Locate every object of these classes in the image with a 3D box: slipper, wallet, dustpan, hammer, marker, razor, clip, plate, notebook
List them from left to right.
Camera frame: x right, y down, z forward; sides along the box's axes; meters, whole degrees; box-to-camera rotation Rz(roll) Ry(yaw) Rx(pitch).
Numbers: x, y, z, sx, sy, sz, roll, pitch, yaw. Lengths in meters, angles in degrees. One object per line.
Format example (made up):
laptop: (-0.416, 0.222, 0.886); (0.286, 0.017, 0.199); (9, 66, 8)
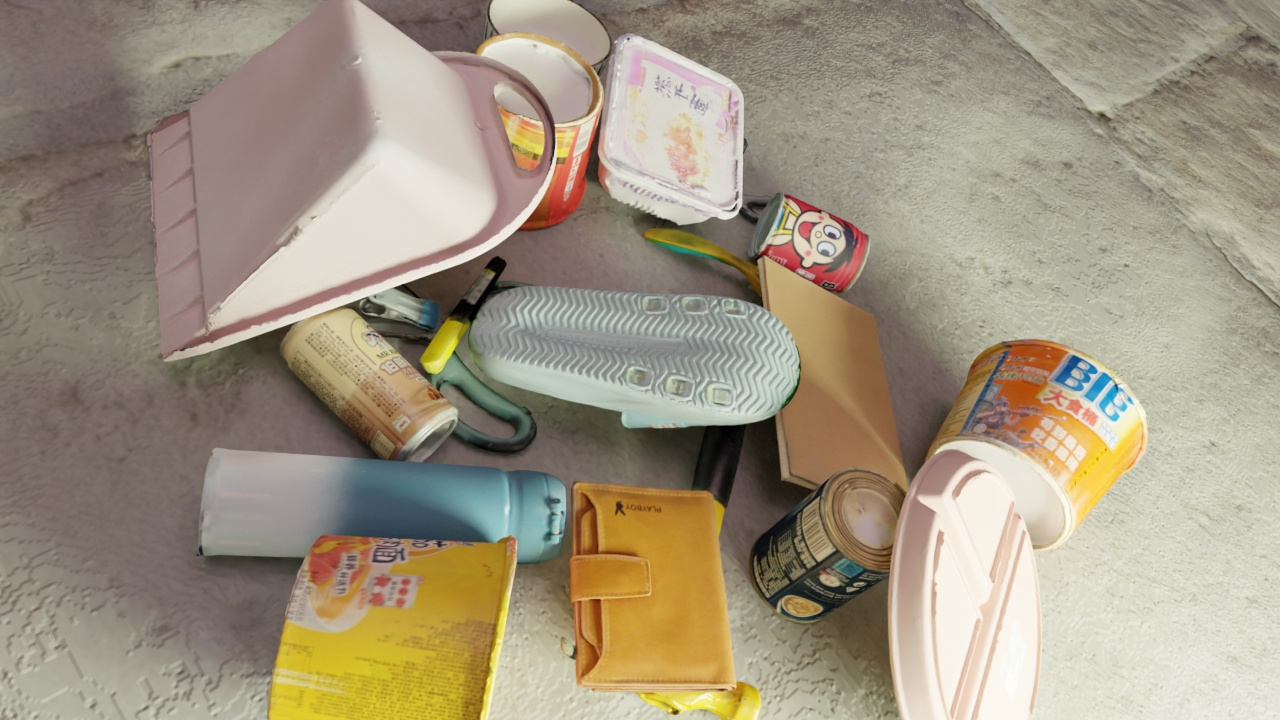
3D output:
dustpan: (-0.204, -0.125, 0.650); (0.138, 0.274, 0.222); (30, 36, -53)
clip: (-0.175, -0.038, 0.668); (0.056, 0.027, 0.024); (16, 52, -20)
marker: (-0.129, -0.037, 0.683); (0.018, 0.015, 0.123); (4, 46, 23)
slipper: (-0.004, 0.004, 0.678); (0.245, 0.074, 0.103); (8, 53, -1)
wallet: (-0.001, 0.144, 0.589); (0.119, 0.035, 0.130); (9, 58, -23)
hammer: (0.049, 0.103, 0.670); (0.128, 0.033, 0.299); (23, 56, -8)
razor: (0.065, -0.090, 0.819); (0.132, 0.028, 0.043); (24, 56, -4)
notebook: (0.163, 0.023, 0.767); (0.149, 0.012, 0.211); (23, 50, -32)
plate: (0.232, 0.175, 0.632); (0.229, 0.028, 0.229); (11, 76, -49)

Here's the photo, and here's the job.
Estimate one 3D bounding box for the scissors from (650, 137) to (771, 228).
scissors: (0.063, -0.170, 0.879); (0.181, 0.014, 0.159); (16, 54, -11)

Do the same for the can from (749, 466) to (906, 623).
can: (0.134, 0.131, 0.645); (0.075, 0.111, 0.075); (11, 55, -16)

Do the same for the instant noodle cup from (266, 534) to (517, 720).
instant noodle cup: (-0.133, 0.158, 0.506); (0.110, 0.138, 0.137); (11, 54, -6)

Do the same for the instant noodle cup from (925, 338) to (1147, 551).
instant noodle cup: (0.312, 0.074, 0.744); (0.151, 0.152, 0.111); (43, 60, 8)

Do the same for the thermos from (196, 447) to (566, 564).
thermos: (-0.154, 0.095, 0.575); (0.220, 0.070, 0.070); (6, 56, -19)

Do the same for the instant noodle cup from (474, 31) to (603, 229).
instant noodle cup: (-0.096, -0.196, 0.767); (0.137, 0.109, 0.137); (12, 54, -17)

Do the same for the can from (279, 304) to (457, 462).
can: (-0.182, 0.017, 0.619); (0.116, 0.059, 0.058); (43, 52, 7)

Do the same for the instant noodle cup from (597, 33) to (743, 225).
instant noodle cup: (0.021, -0.200, 0.831); (0.138, 0.061, 0.173); (19, 54, -20)

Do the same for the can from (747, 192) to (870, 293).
can: (0.155, -0.106, 0.841); (0.094, 0.067, 0.066); (22, 52, -9)

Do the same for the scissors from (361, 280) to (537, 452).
scissors: (-0.120, 0.001, 0.683); (0.170, 0.019, 0.180); (1, 59, -24)

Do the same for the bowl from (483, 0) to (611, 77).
bowl: (-0.091, -0.282, 0.850); (0.116, 0.066, 0.116); (12, 49, -15)
